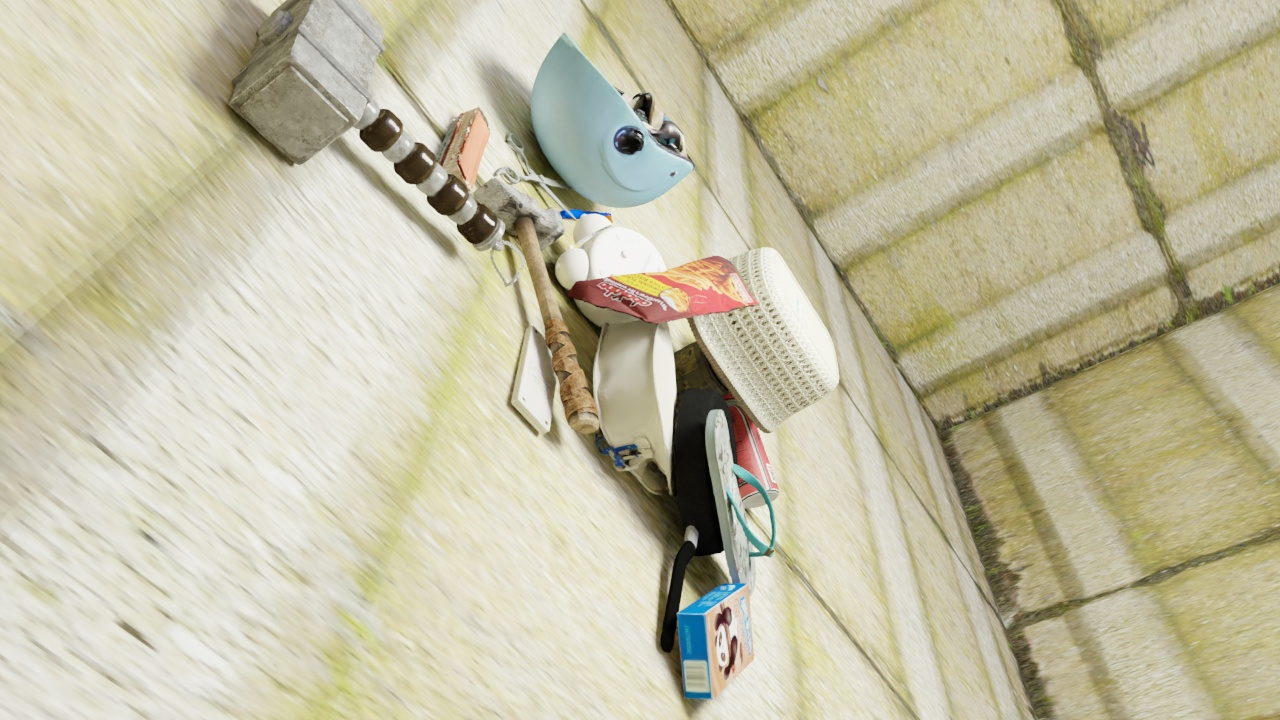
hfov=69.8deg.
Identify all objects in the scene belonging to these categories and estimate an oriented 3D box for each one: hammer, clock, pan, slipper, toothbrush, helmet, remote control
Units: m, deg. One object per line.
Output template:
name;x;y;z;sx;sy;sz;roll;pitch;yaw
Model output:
hammer;-0.102;-0.062;1.005;0.121;0.049;0.318;27;38;-53
clock;-0.024;-0.107;1.161;0.161;0.073;0.125;37;54;-22
pan;0.070;0.180;1.057;0.354;0.044;0.204;-75;156;-50
hammer;-0.219;-0.193;0.865;0.326;0.080;0.176;45;26;-38
slipper;0.120;0.176;1.056;0.098;0.055;0.269;-70;150;-52
toothbrush;-0.076;-0.204;1.306;0.018;0.016;0.182;68;21;1
helmet;-0.055;-0.317;1.270;0.265;0.167;0.225;44;8;-42
remote control;-0.108;0.018;0.955;0.050;0.011;0.135;50;22;-28

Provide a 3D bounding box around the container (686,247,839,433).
container;0.166;-0.033;1.263;0.246;0.143;0.184;52;24;-27

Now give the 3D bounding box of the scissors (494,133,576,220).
scissors;-0.141;-0.238;1.191;0.141;0.014;0.174;56;25;5

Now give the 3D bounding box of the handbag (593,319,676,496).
handbag;0.000;0.060;1.079;0.200;0.093;0.200;-81;159;-58

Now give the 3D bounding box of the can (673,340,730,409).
can;0.080;0.021;1.303;0.090;0.075;0.089;49;24;-31

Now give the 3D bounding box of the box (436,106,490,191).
box;-0.194;-0.237;1.028;0.059;0.056;0.186;19;35;-15

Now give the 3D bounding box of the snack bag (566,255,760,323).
snack bag;0.031;-0.074;1.085;0.207;0.067;0.139;-14;32;-38

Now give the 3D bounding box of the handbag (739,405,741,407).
handbag;0.154;0.008;1.454;0.121;0.119;0.192;-55;136;-22

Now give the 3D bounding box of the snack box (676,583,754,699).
snack box;0.083;0.297;0.985;0.151;0.034;0.087;3;82;-67

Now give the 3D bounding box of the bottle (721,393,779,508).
bottle;0.149;0.126;1.352;0.062;0.062;0.176;31;36;-53
